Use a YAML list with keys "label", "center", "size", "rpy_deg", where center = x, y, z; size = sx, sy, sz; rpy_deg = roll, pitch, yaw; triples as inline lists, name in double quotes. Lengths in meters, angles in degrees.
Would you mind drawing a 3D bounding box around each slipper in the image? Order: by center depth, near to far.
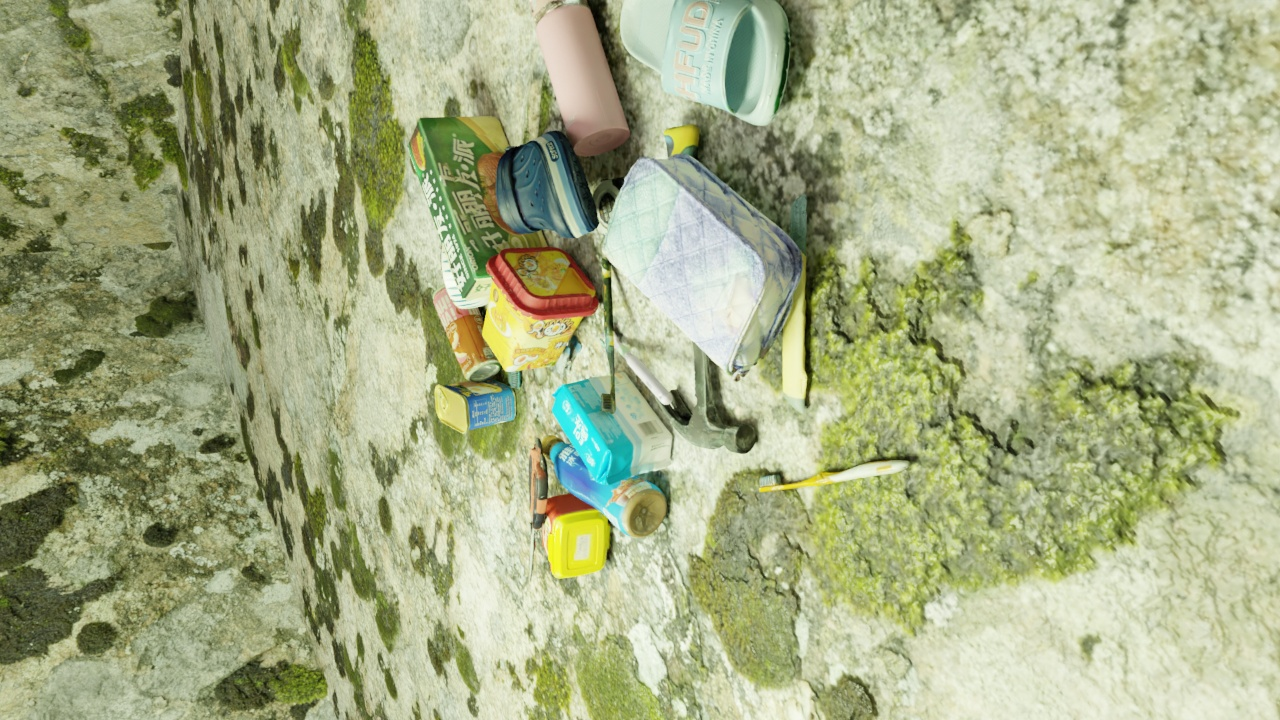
- label: "slipper"
  center: [0.046, -0.291, 0.832]
  size: [0.245, 0.074, 0.104]
  rpy_deg: [41, 130, 43]
- label: "slipper"
  center: [-0.120, -0.194, 1.024]
  size: [0.105, 0.095, 0.253]
  rpy_deg: [66, 171, -23]

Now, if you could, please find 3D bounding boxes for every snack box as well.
- label: "snack box"
  center: [-0.086, 0.220, 1.174]
  size: [0.080, 0.082, 0.091]
  rpy_deg: [-141, 50, -60]
- label: "snack box"
  center: [-0.207, -0.200, 1.183]
  size: [0.063, 0.114, 0.240]
  rpy_deg: [-41, 65, 52]

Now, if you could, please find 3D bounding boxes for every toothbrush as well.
- label: "toothbrush"
  center: [0.168, 0.102, 0.826]
  size: [0.192, 0.016, 0.018]
  rpy_deg: [-24, 72, 56]
- label: "toothbrush"
  center: [-0.006, 0.006, 1.001]
  size: [0.189, 0.021, 0.029]
  rpy_deg: [-135, 54, -59]
- label: "toothbrush"
  center: [-0.039, -0.030, 1.032]
  size: [0.012, 0.017, 0.185]
  rpy_deg: [122, 147, -69]
- label: "toothbrush"
  center: [-0.175, -0.050, 1.266]
  size: [0.016, 0.018, 0.192]
  rpy_deg: [25, 120, 50]

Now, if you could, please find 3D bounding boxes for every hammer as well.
- label: "hammer"
  center: [0.052, -0.070, 0.926]
  size: [0.126, 0.031, 0.323]
  rpy_deg: [6, 105, 53]

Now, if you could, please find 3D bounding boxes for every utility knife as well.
- label: "utility knife"
  center: [0.138, -0.049, 0.820]
  size: [0.031, 0.020, 0.198]
  rpy_deg: [17, 119, 47]

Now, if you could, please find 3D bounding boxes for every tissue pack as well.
- label: "tissue pack"
  center: [-0.034, 0.077, 1.040]
  size: [0.140, 0.089, 0.063]
  rpy_deg: [52, 138, 33]

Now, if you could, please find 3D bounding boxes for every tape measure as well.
- label: "tape measure"
  center: [-0.023, -0.167, 1.002]
  size: [0.066, 0.033, 0.066]
  rpy_deg: [8, 104, 52]

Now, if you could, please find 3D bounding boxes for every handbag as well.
- label: "handbag"
  center: [0.055, -0.091, 0.836]
  size: [0.194, 0.075, 0.134]
  rpy_deg: [48, 133, 29]

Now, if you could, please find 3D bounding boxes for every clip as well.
- label: "clip"
  center: [-0.095, -0.006, 1.165]
  size: [0.026, 0.041, 0.058]
  rpy_deg: [55, 144, 27]

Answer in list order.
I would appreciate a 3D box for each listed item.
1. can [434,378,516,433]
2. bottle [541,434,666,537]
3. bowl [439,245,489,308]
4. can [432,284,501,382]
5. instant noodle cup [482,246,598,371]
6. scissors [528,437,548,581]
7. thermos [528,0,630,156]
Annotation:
- label: "can"
  center: [-0.239, 0.062, 1.334]
  size: [0.102, 0.083, 0.057]
  rpy_deg: [17, 113, 52]
- label: "bottle"
  center: [-0.055, 0.142, 1.113]
  size: [0.219, 0.065, 0.065]
  rpy_deg: [27, 121, 50]
- label: "bowl"
  center: [-0.216, -0.129, 1.240]
  size: [0.066, 0.116, 0.116]
  rpy_deg: [-3, 100, 13]
- label: "can"
  center: [-0.255, -0.043, 1.347]
  size: [0.147, 0.057, 0.058]
  rpy_deg: [63, 143, 21]
- label: "instant noodle cup"
  center: [-0.130, -0.059, 1.107]
  size: [0.116, 0.116, 0.124]
  rpy_deg: [53, 133, 32]
- label: "scissors"
  center: [-0.138, 0.196, 1.193]
  size: [0.206, 0.015, 0.197]
  rpy_deg: [134, 133, -70]
- label: "thermos"
  center: [-0.066, -0.328, 0.985]
  size: [0.087, 0.067, 0.198]
  rpy_deg: [-29, 75, 61]
